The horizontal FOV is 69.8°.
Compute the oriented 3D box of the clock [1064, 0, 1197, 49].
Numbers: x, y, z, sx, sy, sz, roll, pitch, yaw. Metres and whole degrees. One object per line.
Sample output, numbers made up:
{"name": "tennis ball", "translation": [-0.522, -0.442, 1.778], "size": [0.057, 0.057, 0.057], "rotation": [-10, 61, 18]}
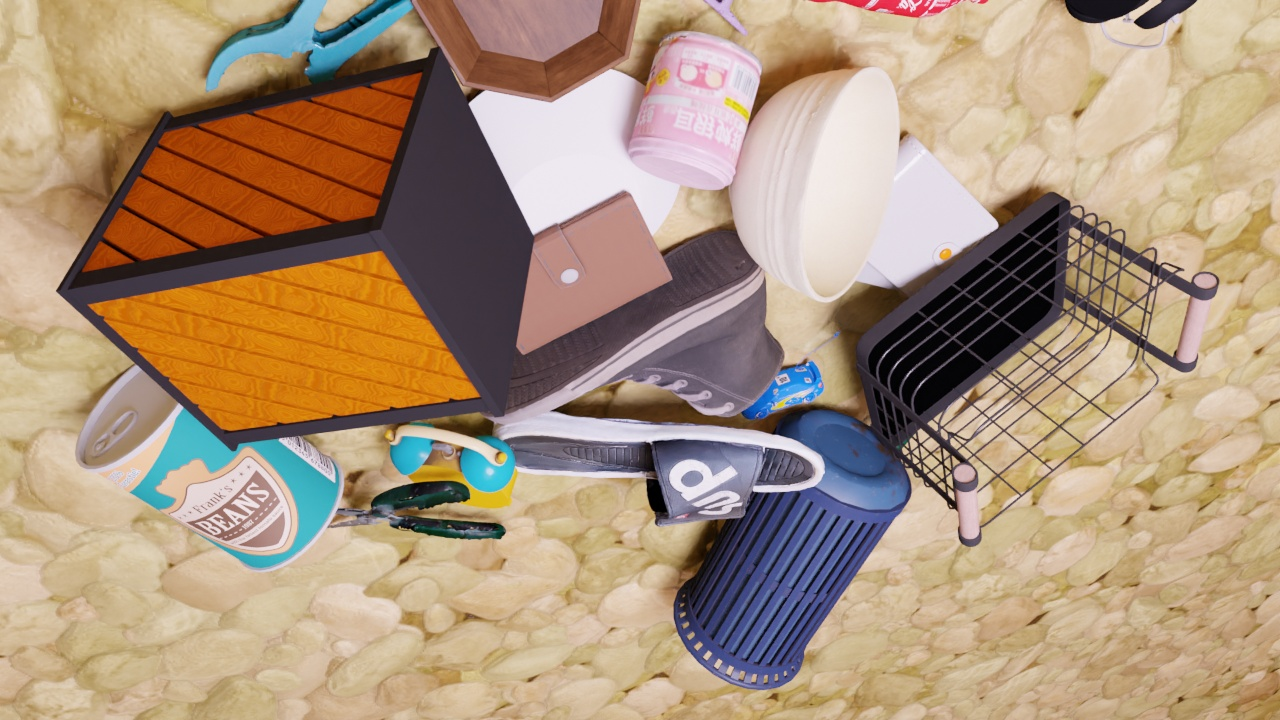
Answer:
{"name": "clock", "translation": [0.297, -0.250, 0.565], "size": [0.042, 0.091, 0.121], "rotation": [-29, 120, -6]}

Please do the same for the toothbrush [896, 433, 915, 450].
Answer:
{"name": "toothbrush", "translation": [0.228, 0.124, 0.916], "size": [0.016, 0.017, 0.190], "rotation": [12, 125, -26]}

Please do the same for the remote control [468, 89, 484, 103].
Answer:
{"name": "remote control", "translation": [-0.090, -0.157, 0.571], "size": [0.033, 0.013, 0.137], "rotation": [27, 117, -35]}

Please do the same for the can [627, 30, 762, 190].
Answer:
{"name": "can", "translation": [0.033, -0.151, 0.561], "size": [0.067, 0.067, 0.076], "rotation": [16, 89, -29]}

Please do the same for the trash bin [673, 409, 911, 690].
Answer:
{"name": "trash bin", "translation": [0.138, 0.171, 0.849], "size": [0.139, 0.139, 0.250], "rotation": [7, 125, -23]}

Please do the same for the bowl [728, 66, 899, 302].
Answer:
{"name": "bowl", "translation": [0.107, -0.120, 0.605], "size": [0.150, 0.075, 0.151], "rotation": [-35, 133, -47]}

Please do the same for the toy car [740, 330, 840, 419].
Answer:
{"name": "toy car", "translation": [0.124, 0.010, 0.768], "size": [0.092, 0.033, 0.062], "rotation": [-19, 140, -2]}

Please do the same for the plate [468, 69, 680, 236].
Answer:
{"name": "plate", "translation": [-0.049, -0.105, 0.602], "size": [0.174, 0.036, 0.174], "rotation": [-12, 137, -11]}

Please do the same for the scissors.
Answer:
{"name": "scissors", "translation": [-0.171, 0.122, 0.733], "size": [0.201, 0.015, 0.206], "rotation": [12, 156, -35]}

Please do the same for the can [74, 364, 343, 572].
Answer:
{"name": "can", "translation": [-0.296, 0.071, 0.645], "size": [0.099, 0.099, 0.144], "rotation": [-30, 132, 8]}

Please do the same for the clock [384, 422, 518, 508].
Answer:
{"name": "clock", "translation": [-0.143, 0.084, 0.720], "size": [0.099, 0.043, 0.130], "rotation": [10, 153, 10]}

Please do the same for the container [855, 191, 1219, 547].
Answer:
{"name": "container", "translation": [0.298, 0.007, 0.714], "size": [0.241, 0.130, 0.163], "rotation": [-37, 141, -6]}

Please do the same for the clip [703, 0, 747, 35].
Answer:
{"name": "clip", "translation": [0.052, -0.221, 0.563], "size": [0.050, 0.013, 0.029], "rotation": [16, 122, -26]}

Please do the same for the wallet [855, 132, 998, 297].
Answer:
{"name": "wallet", "translation": [0.197, -0.096, 0.702], "size": [0.118, 0.037, 0.115], "rotation": [31, 114, -33]}

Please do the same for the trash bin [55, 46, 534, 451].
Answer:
{"name": "trash bin", "translation": [-0.172, -0.055, 0.507], "size": [0.172, 0.139, 0.140], "rotation": [-8, 140, 14]}

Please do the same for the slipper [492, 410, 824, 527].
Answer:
{"name": "slipper", "translation": [0.010, 0.092, 0.726], "size": [0.264, 0.063, 0.111], "rotation": [8, 151, 5]}

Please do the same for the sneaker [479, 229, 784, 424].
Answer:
{"name": "sneaker", "translation": [-0.004, 0.004, 0.692], "size": [0.234, 0.095, 0.120], "rotation": [-29, 133, -2]}

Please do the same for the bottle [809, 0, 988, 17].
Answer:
{"name": "bottle", "translation": [0.154, -0.235, 0.563], "size": [0.141, 0.042, 0.042], "rotation": [1, 129, -19]}

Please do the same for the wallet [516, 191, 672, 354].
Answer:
{"name": "wallet", "translation": [-0.045, -0.055, 0.616], "size": [0.121, 0.013, 0.087], "rotation": [-26, 138, 5]}

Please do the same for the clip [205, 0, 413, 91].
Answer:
{"name": "clip", "translation": [-0.199, -0.185, 0.506], "size": [0.120, 0.030, 0.130], "rotation": [21, 121, -26]}

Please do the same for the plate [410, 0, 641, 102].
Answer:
{"name": "plate", "translation": [-0.061, -0.212, 0.511], "size": [0.131, 0.025, 0.131], "rotation": [-4, 120, -7]}
